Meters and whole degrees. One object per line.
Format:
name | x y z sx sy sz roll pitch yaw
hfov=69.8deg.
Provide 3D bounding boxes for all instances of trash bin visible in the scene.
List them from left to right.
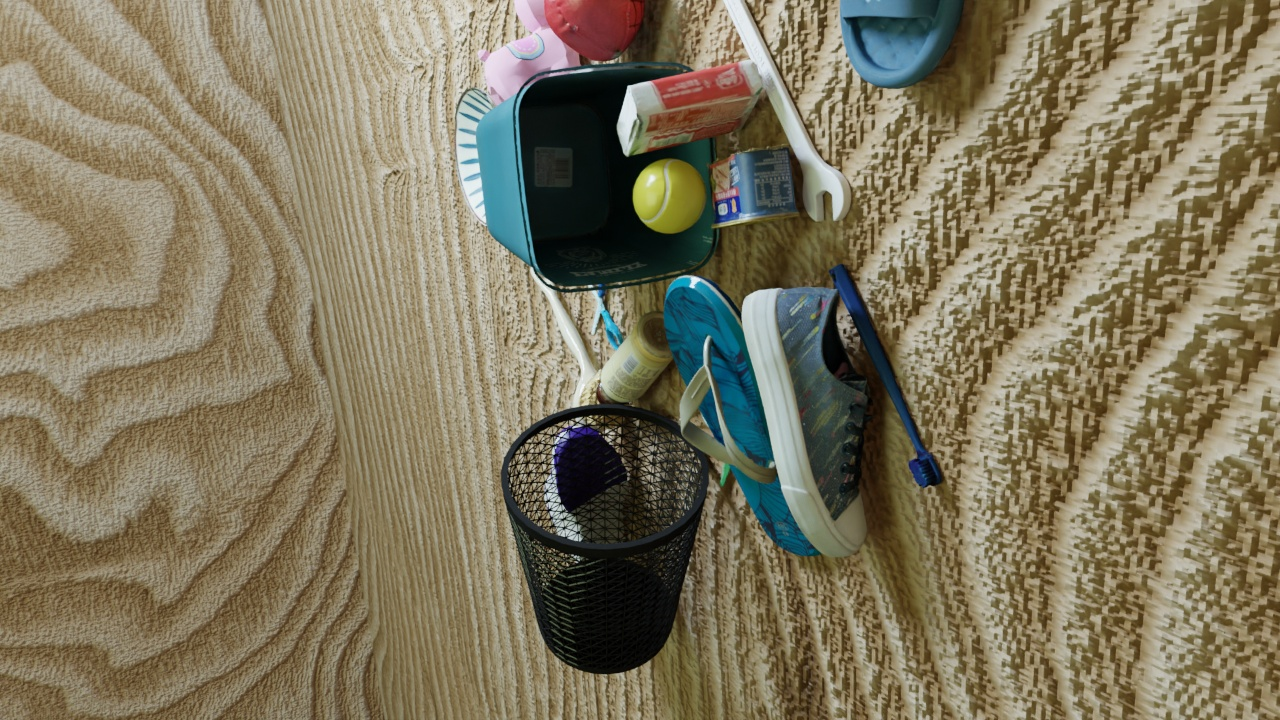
trash bin | -0.060 -0.186 0.924 0.219 0.196 0.199 -154 57 -63
trash bin | -0.039 0.212 1.034 0.217 0.216 0.244 46 146 43

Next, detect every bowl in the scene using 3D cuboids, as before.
bowl | -0.182 -0.270 1.209 0.177 0.070 0.177 31 128 52

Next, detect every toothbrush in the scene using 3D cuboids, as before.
toothbrush | 0.189 0.011 0.723 0.016 0.017 0.190 -44 64 58

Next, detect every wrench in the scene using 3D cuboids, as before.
wrench | 0.110 -0.235 0.769 0.047 0.009 0.273 -45 62 57

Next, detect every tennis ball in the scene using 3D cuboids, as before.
tennis ball | 0.026 -0.145 0.812 0.065 0.065 0.065 32 129 52

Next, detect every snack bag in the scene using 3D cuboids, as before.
snack bag | 0.040 -0.214 0.782 0.077 0.115 0.036 123 130 -74

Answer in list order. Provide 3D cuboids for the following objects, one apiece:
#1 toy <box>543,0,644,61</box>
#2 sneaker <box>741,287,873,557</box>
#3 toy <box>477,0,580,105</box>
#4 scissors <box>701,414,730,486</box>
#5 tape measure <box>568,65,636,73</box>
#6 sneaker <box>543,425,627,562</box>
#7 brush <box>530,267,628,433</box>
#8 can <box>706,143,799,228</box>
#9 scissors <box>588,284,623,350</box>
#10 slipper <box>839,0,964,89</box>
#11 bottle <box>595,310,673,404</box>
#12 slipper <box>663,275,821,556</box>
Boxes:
toy | -0.057 -0.402 0.914 0.148 0.098 0.216 146 113 -68
sneaker | 0.152 0.050 0.742 0.079 0.087 0.235 -13 101 28
toy | -0.121 -0.348 1.034 0.067 0.123 0.157 180 68 -76
scissors | 0.089 0.076 0.933 0.127 0.011 0.126 49 139 43
tape measure | -0.037 -0.295 0.952 0.062 0.060 0.020 16 115 59
sneaker | -0.080 0.163 1.183 0.111 0.091 0.245 45 149 46
brush | -0.087 -0.024 1.170 0.078 0.062 0.272 -48 54 37
can | 0.093 -0.145 0.777 0.100 0.054 0.059 -165 67 -75
scissors | -0.045 -0.071 1.113 0.133 0.014 0.127 101 148 -44
slipper | 0.162 -0.290 0.605 0.104 0.059 0.214 26 122 58
bottle | -0.006 0.006 1.027 0.056 0.056 0.162 67 150 18
slipper | 0.079 0.063 0.815 0.118 0.060 0.295 9 128 61
